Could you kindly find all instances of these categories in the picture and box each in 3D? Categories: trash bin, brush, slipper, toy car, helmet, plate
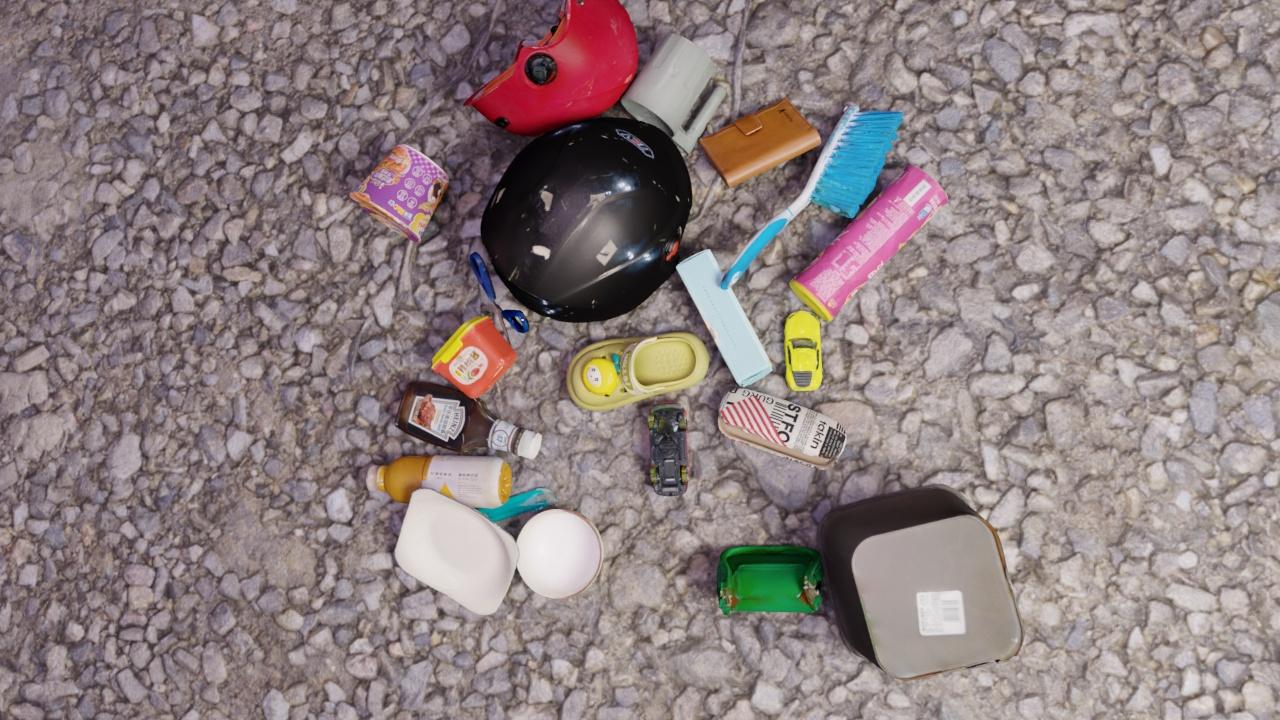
[{"bbox_3d":[0.317,0.255,1.041,0.199,0.219,0.198,-15,83,6],"label":"trash bin"},{"bbox_3d":[0.218,-0.199,1.151,0.109,0.060,0.314,25,74,17],"label":"brush"},{"bbox_3d":[-0.007,0.007,1.185,0.190,0.081,0.091,-12,81,5],"label":"slipper"},{"bbox_3d":[0.208,-0.012,1.175,0.048,0.032,0.105,-2,83,9],"label":"toy car"},{"bbox_3d":[-0.067,-0.174,1.132,0.233,0.229,0.275,39,107,9],"label":"helmet"},{"bbox_3d":[-0.235,0.244,1.198,0.163,0.034,0.165,29,122,6],"label":"plate"},{"bbox_3d":[-0.099,-0.369,1.182,0.240,0.207,0.144,-44,110,8],"label":"helmet"},{"bbox_3d":[0.037,0.114,1.185,0.053,0.045,0.120,-2,90,7],"label":"toy car"}]

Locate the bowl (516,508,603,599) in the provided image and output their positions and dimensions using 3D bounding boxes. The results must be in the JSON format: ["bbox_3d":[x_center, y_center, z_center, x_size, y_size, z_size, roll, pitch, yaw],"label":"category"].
[{"bbox_3d":[-0.099,0.248,1.188,0.113,0.062,0.113,-1,84,10],"label":"bowl"}]

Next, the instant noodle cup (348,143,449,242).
[{"bbox_3d":[-0.319,-0.230,1.246,0.111,0.111,0.099,33,82,10],"label":"instant noodle cup"}]

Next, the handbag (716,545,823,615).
[{"bbox_3d":[0.157,0.270,1.115,0.131,0.120,0.068,-2,90,7],"label":"handbag"}]

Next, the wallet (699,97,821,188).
[{"bbox_3d":[0.151,-0.286,1.191,0.130,0.035,0.119,-26,50,1],"label":"wallet"}]

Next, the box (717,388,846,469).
[{"bbox_3d":[0.179,0.089,1.170,0.163,0.081,0.074,16,56,11],"label":"box"}]

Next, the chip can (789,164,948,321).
[{"bbox_3d":[0.287,-0.147,1.155,0.210,0.071,0.071,-45,80,2],"label":"chip can"}]

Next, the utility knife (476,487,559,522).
[{"bbox_3d":[-0.216,0.213,1.234,0.221,0.013,0.029,-20,82,7],"label":"utility knife"}]

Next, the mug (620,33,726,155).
[{"bbox_3d":[0.049,-0.346,1.197,0.103,0.124,0.084,-58,38,-1],"label":"mug"}]

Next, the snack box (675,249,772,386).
[{"bbox_3d":[0.108,-0.053,1.173,0.051,0.074,0.175,-28,81,5],"label":"snack box"}]

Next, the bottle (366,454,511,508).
[{"bbox_3d":[-0.269,0.159,1.219,0.190,0.068,0.068,1,85,9],"label":"bottle"}]

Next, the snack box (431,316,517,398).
[{"bbox_3d":[-0.217,-0.003,1.220,0.080,0.081,0.091,45,109,-1],"label":"snack box"}]

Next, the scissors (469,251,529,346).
[{"bbox_3d":[-0.183,-0.071,1.181,0.012,0.176,0.162,-35,122,-18],"label":"scissors"}]

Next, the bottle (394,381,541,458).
[{"bbox_3d":[-0.229,0.087,1.232,0.195,0.044,0.080,17,86,9],"label":"bottle"}]
